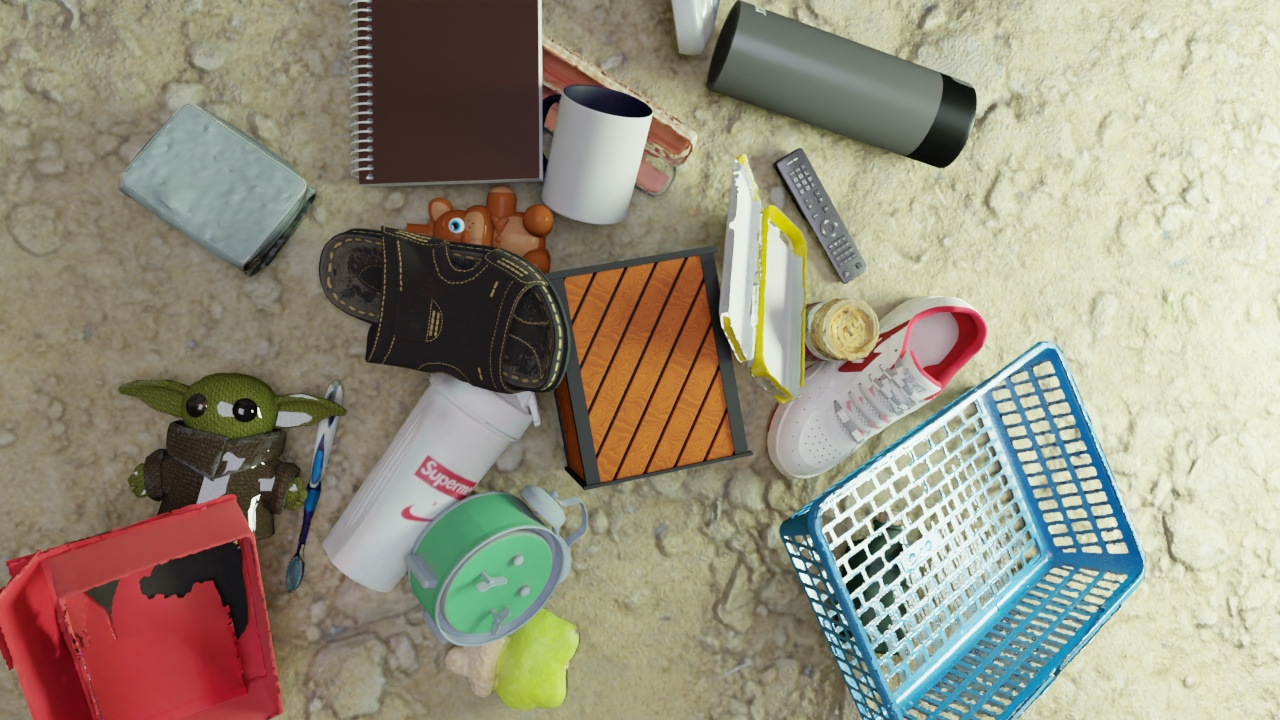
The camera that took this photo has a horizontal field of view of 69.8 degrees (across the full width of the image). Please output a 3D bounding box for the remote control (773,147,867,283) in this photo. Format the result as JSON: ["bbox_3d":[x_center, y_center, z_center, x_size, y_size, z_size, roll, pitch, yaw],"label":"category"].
[{"bbox_3d":[0.175,-0.139,0.890,0.032,0.015,0.136,-33,98,-9],"label":"remote control"}]

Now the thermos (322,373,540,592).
[{"bbox_3d":[-0.176,0.090,0.790,0.099,0.099,0.220,36,88,-9],"label":"thermos"}]

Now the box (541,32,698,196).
[{"bbox_3d":[-0.041,-0.223,0.838,0.187,0.083,0.042,30,40,-8],"label":"box"}]

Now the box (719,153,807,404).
[{"bbox_3d":[0.106,-0.073,0.795,0.129,0.036,0.209,48,38,-38],"label":"box"}]

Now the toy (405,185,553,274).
[{"bbox_3d":[-0.142,-0.108,0.808,0.127,0.065,0.095,3,97,-6],"label":"toy"}]

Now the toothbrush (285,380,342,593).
[{"bbox_3d":[-0.286,0.110,0.803,0.016,0.017,0.189,12,88,-10],"label":"toothbrush"}]

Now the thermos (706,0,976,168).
[{"bbox_3d":[0.189,-0.256,0.859,0.240,0.082,0.082,16,87,-10],"label":"thermos"}]

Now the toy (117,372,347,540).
[{"bbox_3d":[-0.346,0.086,0.760,0.179,0.078,0.152,6,88,-8],"label":"toy"}]

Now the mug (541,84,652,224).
[{"bbox_3d":[-0.052,-0.187,0.805,0.112,0.078,0.097,31,123,24],"label":"mug"}]

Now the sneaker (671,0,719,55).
[{"bbox_3d":[0.067,-0.399,0.829,0.091,0.089,0.242,-1,86,4],"label":"sneaker"}]

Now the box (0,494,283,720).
[{"bbox_3d":[-0.359,0.218,0.697,0.164,0.152,0.215,7,120,6],"label":"box"}]

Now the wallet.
[{"bbox_3d":[-0.354,-0.144,0.773,0.131,0.054,0.100,36,75,-7],"label":"wallet"}]

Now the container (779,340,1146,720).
[{"bbox_3d":[0.289,0.166,0.824,0.361,0.089,0.257,-27,95,-32],"label":"container"}]

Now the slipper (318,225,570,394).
[{"bbox_3d":[-0.170,-0.044,0.730,0.268,0.075,0.113,20,107,27],"label":"slipper"}]

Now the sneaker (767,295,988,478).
[{"bbox_3d":[0.225,0.025,0.855,0.236,0.104,0.090,-36,96,-8],"label":"sneaker"}]

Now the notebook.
[{"bbox_3d":[-0.171,-0.259,0.797,0.172,0.022,0.209,0,90,7],"label":"notebook"}]

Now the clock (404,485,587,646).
[{"bbox_3d":[-0.112,0.170,0.786,0.161,0.075,0.122,-27,133,-26],"label":"clock"}]

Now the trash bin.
[{"bbox_3d":[-0.005,0.005,0.793,0.139,0.140,0.172,-11,92,-11],"label":"trash bin"}]

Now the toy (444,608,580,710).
[{"bbox_3d":[-0.115,0.264,0.822,0.115,0.046,0.092,13,87,-4],"label":"toy"}]

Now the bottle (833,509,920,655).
[{"bbox_3d":[0.229,0.208,0.878,0.061,0.061,0.131,10,88,-13],"label":"bottle"}]

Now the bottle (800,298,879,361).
[{"bbox_3d":[0.171,-0.027,0.844,0.056,0.105,0.056,0,90,-11],"label":"bottle"}]
